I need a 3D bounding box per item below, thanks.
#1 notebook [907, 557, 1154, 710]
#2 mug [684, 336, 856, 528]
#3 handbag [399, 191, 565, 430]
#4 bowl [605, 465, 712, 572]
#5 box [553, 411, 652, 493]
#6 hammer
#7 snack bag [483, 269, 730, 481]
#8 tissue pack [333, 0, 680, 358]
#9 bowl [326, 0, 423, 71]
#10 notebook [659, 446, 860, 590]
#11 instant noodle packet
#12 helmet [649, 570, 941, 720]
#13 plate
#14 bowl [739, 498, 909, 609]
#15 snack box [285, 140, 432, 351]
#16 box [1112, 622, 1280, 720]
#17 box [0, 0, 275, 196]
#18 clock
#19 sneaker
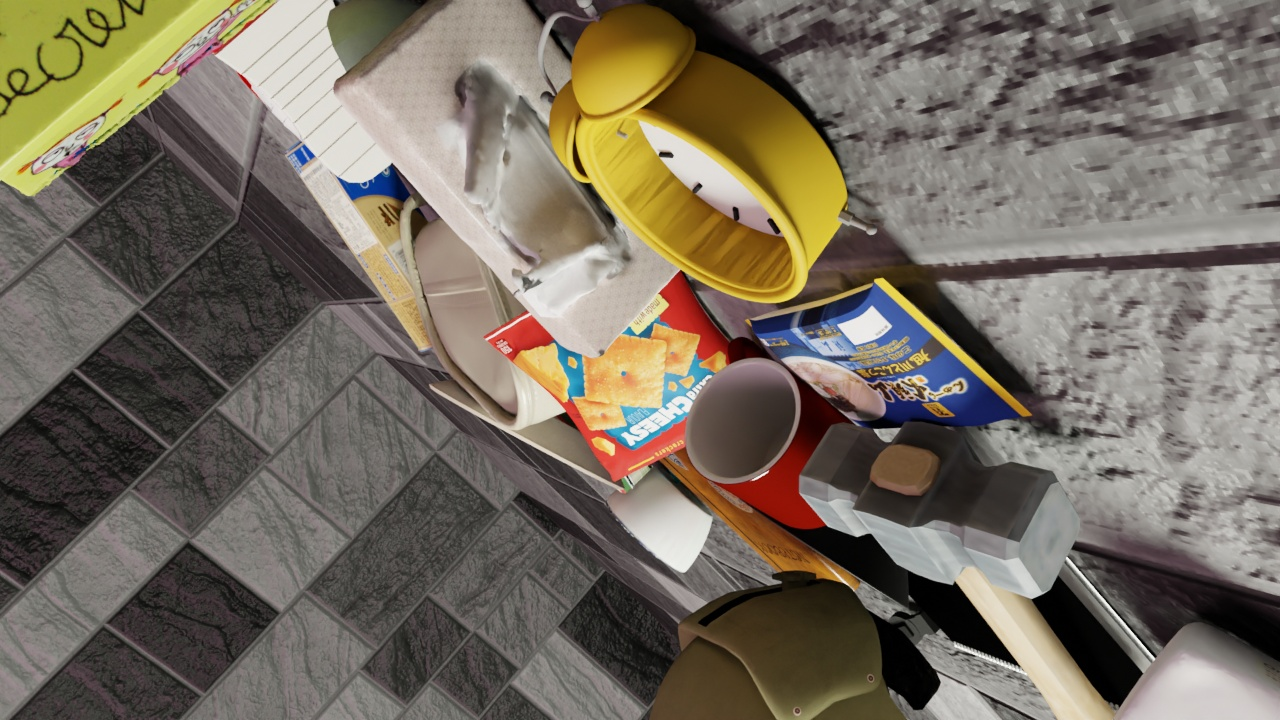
[{"bbox_3d":[0.232,0.160,0.592,0.149,0.016,0.207,46,164,-13],"label":"notebook"},{"bbox_3d":[0.076,0.035,0.525,0.082,0.073,0.105,34,-144,-43],"label":"mug"},{"bbox_3d":[-0.094,-0.060,0.706,0.229,0.131,0.184,5,116,61],"label":"handbag"},{"bbox_3d":[0.026,0.164,0.980,0.116,0.065,0.116,41,-178,-2],"label":"bowl"},{"bbox_3d":[-0.079,0.046,0.948,0.205,0.050,0.118,39,162,33],"label":"box"},{"bbox_3d":[0.207,0.147,0.491,0.117,0.051,0.323,12,150,52],"label":"hammer"},{"bbox_3d":[-0.004,0.004,0.581,0.144,0.131,0.039,51,-158,-29],"label":"snack bag"},{"bbox_3d":[-0.052,-0.087,0.446,0.071,0.103,0.181,16,150,54],"label":"tissue pack"},{"bbox_3d":[-0.112,-0.151,0.485,0.106,0.039,0.106,52,-164,-22],"label":"bowl"},{"bbox_3d":[0.078,0.123,0.874,0.249,0.014,0.179,44,165,-7],"label":"notebook"},{"bbox_3d":[0.108,0.000,0.433,0.087,0.026,0.134,40,165,-10],"label":"instant noodle packet"},{"bbox_3d":[0.124,0.275,0.678,0.233,0.255,0.251,41,164,-9],"label":"helmet"},{"bbox_3d":[-0.092,0.056,0.793,0.189,0.027,0.189,28,174,3],"label":"plate"},{"bbox_3d":[0.130,0.101,0.589,0.124,0.052,0.124,33,177,1],"label":"bowl"},{"bbox_3d":[-0.219,-0.110,0.800,0.056,0.057,0.207,-10,117,47],"label":"snack box"},{"bbox_3d":[0.284,0.184,0.431,0.110,0.103,0.129,34,-160,31],"label":"box"},{"bbox_3d":[-0.235,-0.188,0.398,0.124,0.220,0.082,48,164,-15],"label":"box"},{"bbox_3d":[0.018,-0.085,0.381,0.152,0.052,0.114,39,166,-7],"label":"clock"},{"bbox_3d":[-0.245,-0.226,0.597,0.104,0.090,0.237,39,170,32],"label":"sneaker"}]
